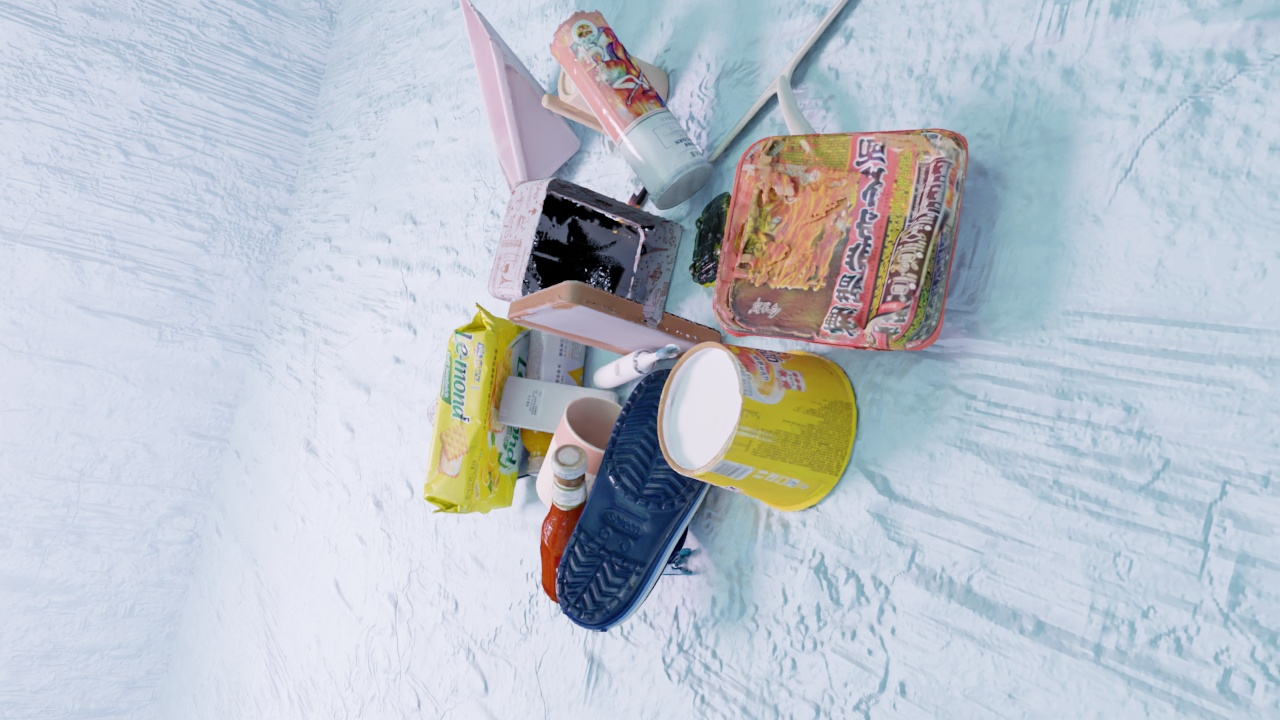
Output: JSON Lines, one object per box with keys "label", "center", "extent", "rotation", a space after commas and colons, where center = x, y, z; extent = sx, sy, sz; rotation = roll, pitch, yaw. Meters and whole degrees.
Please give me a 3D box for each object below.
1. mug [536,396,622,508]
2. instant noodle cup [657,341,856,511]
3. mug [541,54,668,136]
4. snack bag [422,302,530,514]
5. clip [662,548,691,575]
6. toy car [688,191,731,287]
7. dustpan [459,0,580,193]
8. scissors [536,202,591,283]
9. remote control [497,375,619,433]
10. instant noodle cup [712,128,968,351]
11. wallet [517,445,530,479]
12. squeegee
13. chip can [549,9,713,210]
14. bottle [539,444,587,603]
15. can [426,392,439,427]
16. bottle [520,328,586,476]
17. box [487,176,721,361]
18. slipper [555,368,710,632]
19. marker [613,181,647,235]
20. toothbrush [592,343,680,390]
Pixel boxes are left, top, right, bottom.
{"label": "mug", "center": [-0.044, 0.112, 0.948], "extent": [0.114, 0.081, 0.106], "rotation": [38, 126, 17]}
{"label": "instant noodle cup", "center": [0.087, 0.049, 0.748], "extent": [0.138, 0.109, 0.137], "rotation": [-28, 55, 49]}
{"label": "mug", "center": [-0.044, -0.316, 1.087], "extent": [0.125, 0.103, 0.084], "rotation": [-21, 60, 50]}
{"label": "snack bag", "center": [-0.184, 0.063, 1.072], "extent": [0.068, 0.158, 0.246], "rotation": [10, 87, 13]}
{"label": "clip", "center": [0.029, 0.193, 0.865], "extent": [0.057, 0.015, 0.049], "rotation": [-28, 58, 46]}
{"label": "toy car", "center": [0.077, -0.118, 0.899], "extent": [0.048, 0.032, 0.105], "rotation": [-32, 41, 46]}
{"label": "dustpan", "center": [-0.192, -0.328, 1.225], "extent": [0.139, 0.273, 0.222], "rotation": [-37, 40, 9]}
{"label": "scissors", "center": [-0.089, -0.109, 1.152], "extent": [0.170, 0.019, 0.178], "rotation": [-61, 37, 18]}
{"label": "remote control", "center": [-0.090, 0.054, 1.015], "extent": [0.135, 0.019, 0.056], "rotation": [8, 80, 15]}
{"label": "instant noodle cup", "center": [0.154, -0.087, 0.701], "extent": [0.189, 0.079, 0.164], "rotation": [9, 84, 35]}
{"label": "wallet", "center": [-0.134, 0.095, 1.142], "extent": [0.121, 0.019, 0.097], "rotation": [-22, 62, 49]}
{"label": "squeegee", "center": [0.151, -0.195, 0.812], "extent": [0.247, 0.039, 0.246], "rotation": [-47, 43, 37]}
{"label": "chip can", "center": [-0.012, -0.263, 0.961], "extent": [0.071, 0.071, 0.214], "rotation": [-43, 75, 39]}
{"label": "bottle", "center": [-0.071, 0.163, 0.907], "extent": [0.059, 0.059, 0.206], "rotation": [-115, 21, -44]}
{"label": "can", "center": [-0.244, 0.043, 1.285], "extent": [0.147, 0.058, 0.058], "rotation": [-46, 43, 37]}
{"label": "bottle", "center": [-0.103, 0.041, 1.069], "extent": [0.068, 0.068, 0.189], "rotation": [-15, 66, 53]}
{"label": "box", "center": [-0.029, -0.088, 0.907], "extent": [0.194, 0.183, 0.157], "rotation": [6, 83, 55]}
{"label": "slipper", "center": [0.009, 0.133, 0.853], "extent": [0.105, 0.095, 0.252], "rotation": [18, 72, 21]}
{"label": "marker", "center": [0.001, -0.193, 1.055], "extent": [0.124, 0.015, 0.018], "rotation": [-58, 39, 21]}
{"label": "toothbrush", "center": [-0.006, 0.005, 0.922], "extent": [0.026, 0.026, 0.221], "rotation": [70, 159, 1]}
